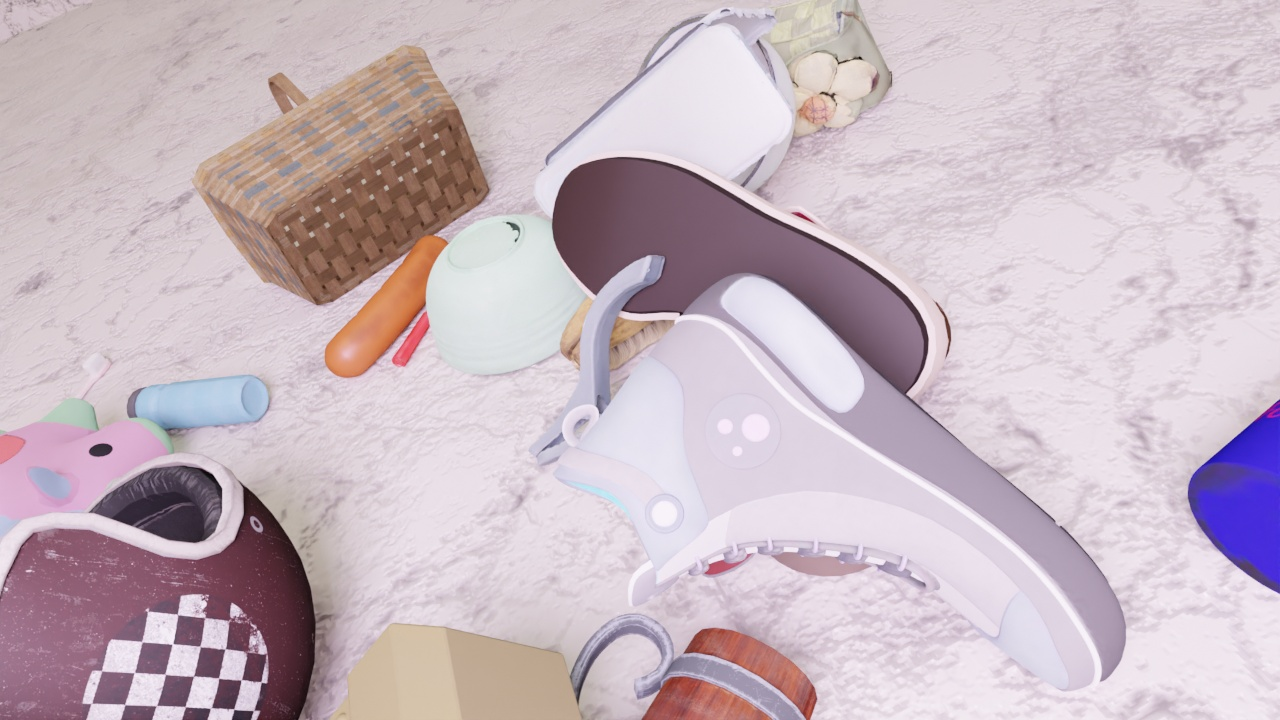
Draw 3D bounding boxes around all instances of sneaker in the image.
[{"bbox_3d":[0.084,0.089,0.434,0.160,0.093,0.256,-43,79,-9],"label":"sneaker"},{"bbox_3d":[0.076,-0.064,0.623,0.294,0.112,0.116,25,19,28],"label":"sneaker"}]

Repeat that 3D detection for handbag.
[{"bbox_3d":[0.129,-0.253,0.825,0.187,0.113,0.116,3,69,34],"label":"handbag"}]

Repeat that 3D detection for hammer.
[{"bbox_3d":[-0.191,0.164,0.318,0.191,0.324,0.100,-50,38,19],"label":"hammer"}]

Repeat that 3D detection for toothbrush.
[{"bbox_3d":[-0.537,0.060,0.835,0.016,0.018,0.180,-7,44,17],"label":"toothbrush"}]

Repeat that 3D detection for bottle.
[{"bbox_3d":[-0.379,0.037,0.774,0.130,0.040,0.040,-6,44,18],"label":"bottle"}]

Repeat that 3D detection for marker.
[{"bbox_3d":[-0.178,-0.048,0.800,0.013,0.013,0.141,2,46,25],"label":"marker"}]

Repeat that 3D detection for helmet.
[{"bbox_3d":[-0.303,0.144,0.466,0.234,0.253,0.233,-15,62,31],"label":"helmet"}]

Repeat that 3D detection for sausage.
[{"bbox_3d":[-0.213,-0.049,0.794,0.045,0.039,0.163,-6,41,42],"label":"sausage"}]

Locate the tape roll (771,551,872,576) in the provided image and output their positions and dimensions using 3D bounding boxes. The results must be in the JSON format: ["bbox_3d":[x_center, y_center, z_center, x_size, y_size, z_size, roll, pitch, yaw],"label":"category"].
[{"bbox_3d":[0.108,0.077,0.530,0.094,0.030,0.093,-12,42,11],"label":"tape roll"}]

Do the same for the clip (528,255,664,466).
[{"bbox_3d":[-0.004,-0.003,0.592,0.169,0.031,0.164,-4,88,26],"label":"clip"}]

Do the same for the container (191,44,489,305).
[{"bbox_3d":[-0.293,-0.189,0.896,0.249,0.158,0.186,-38,55,-17],"label":"container"}]

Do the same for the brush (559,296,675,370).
[{"bbox_3d":[0.017,-0.057,0.701,0.195,0.043,0.059,-41,44,-22],"label":"brush"}]

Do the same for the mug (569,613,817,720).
[{"bbox_3d":[0.012,0.180,0.419,0.117,0.082,0.110,23,52,18],"label":"mug"}]

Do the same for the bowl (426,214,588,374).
[{"bbox_3d":[-0.112,-0.067,0.742,0.151,0.077,0.150,-12,43,12],"label":"bowl"}]

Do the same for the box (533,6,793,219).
[{"bbox_3d":[0.026,-0.161,0.688,0.211,0.105,0.129,-30,1,40],"label":"box"}]

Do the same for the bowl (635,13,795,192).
[{"bbox_3d":[0.067,-0.203,0.765,0.153,0.153,0.072,21,19,38],"label":"bowl"}]

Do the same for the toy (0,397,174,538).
[{"bbox_3d":[-0.457,0.105,0.692,0.222,0.120,0.171,-19,32,2],"label":"toy"}]

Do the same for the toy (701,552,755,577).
[{"bbox_3d":[0.077,0.077,0.495,0.111,0.030,0.049,-22,70,-4],"label":"toy"}]

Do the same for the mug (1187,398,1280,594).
[{"bbox_3d":[0.328,0.068,0.419,0.083,0.079,0.111,-34,71,-13],"label":"mug"}]
